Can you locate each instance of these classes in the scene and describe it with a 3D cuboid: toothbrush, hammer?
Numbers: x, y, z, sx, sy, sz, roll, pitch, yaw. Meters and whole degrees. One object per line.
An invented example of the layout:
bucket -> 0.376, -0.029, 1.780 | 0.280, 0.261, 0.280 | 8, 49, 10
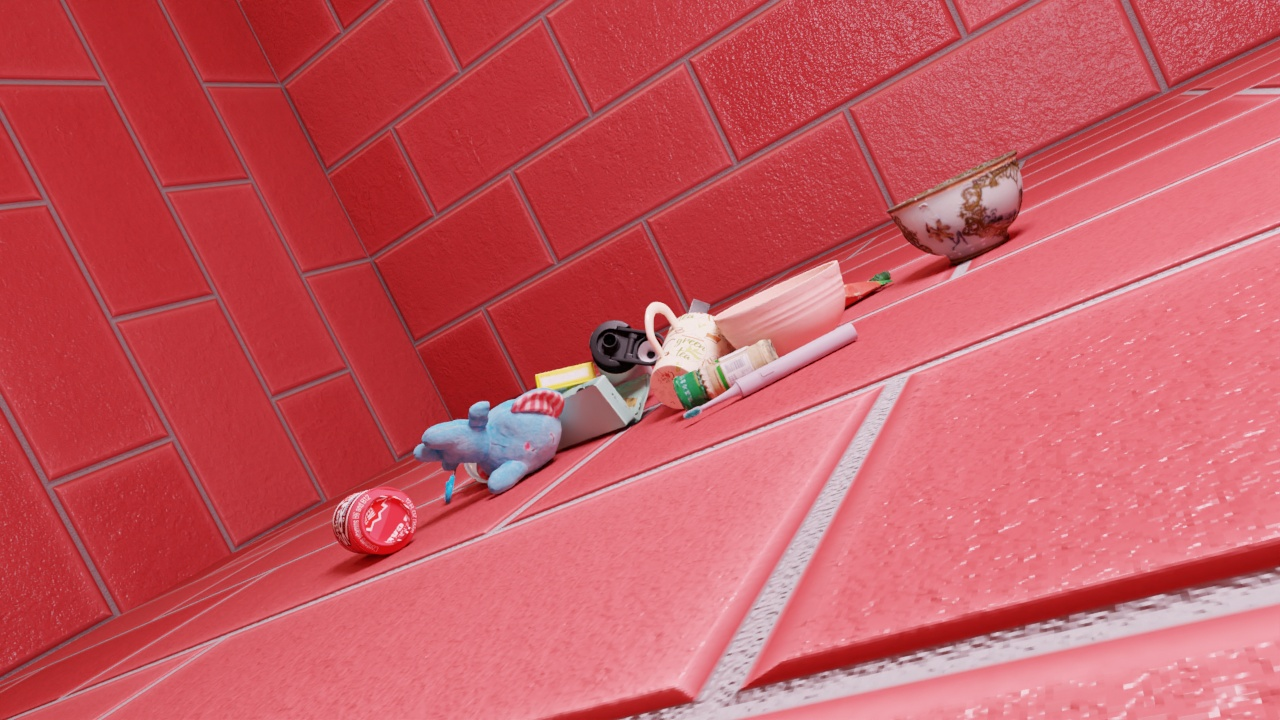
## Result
toothbrush -> 0.125, 0.013, 0.891 | 0.188, 0.018, 0.019 | -27, 5, -5
hammer -> 0.050, -0.008, 1.338 | 0.330, 0.033, 0.120 | 133, 158, -84

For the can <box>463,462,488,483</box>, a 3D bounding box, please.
can -> -0.209, 0.130, 1.260 | 0.066, 0.066, 0.124 | -27, 3, -9

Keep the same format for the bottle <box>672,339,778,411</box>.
bottle -> 0.089, 0.015, 0.941 | 0.110, 0.042, 0.042 | -25, 3, 10

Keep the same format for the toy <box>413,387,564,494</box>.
toy -> -0.174, 0.103, 1.095 | 0.180, 0.114, 0.184 | -7, -33, -38

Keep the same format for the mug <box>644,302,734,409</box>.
mug -> 0.044, -0.012, 1.028 | 0.081, 0.122, 0.097 | -21, 21, 34

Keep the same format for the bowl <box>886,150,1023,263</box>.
bowl -> 0.389, -0.173, 1.100 | 0.160, 0.094, 0.160 | -26, 3, 1

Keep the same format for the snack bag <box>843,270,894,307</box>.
snack bag -> 0.278, -0.092, 1.233 | 0.154, 0.044, 0.087 | -23, 7, -28

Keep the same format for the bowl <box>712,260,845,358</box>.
bowl -> 0.162, -0.044, 1.004 | 0.153, 0.076, 0.153 | -26, 4, 2

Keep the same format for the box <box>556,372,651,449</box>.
box -> -0.063, 0.056, 1.172 | 0.189, 0.077, 0.091 | -25, 15, 49

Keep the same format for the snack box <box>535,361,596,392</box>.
snack box -> -0.099, 0.035, 1.207 | 0.075, 0.025, 0.152 | -13, -10, -8

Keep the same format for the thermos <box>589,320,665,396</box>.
thermos -> -0.007, 0.007, 1.214 | 0.101, 0.068, 0.230 | 11, -13, 8

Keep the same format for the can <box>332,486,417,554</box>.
can -> -0.312, 0.188, 1.070 | 0.074, 0.074, 0.143 | -28, 4, -29

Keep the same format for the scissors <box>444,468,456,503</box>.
scissors -> -0.258, 0.148, 1.287 | 0.014, 0.117, 0.130 | 12, 4, -6

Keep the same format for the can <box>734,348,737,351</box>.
can -> 0.085, -0.017, 1.130 | 0.100, 0.054, 0.059 | -26, 4, 9
